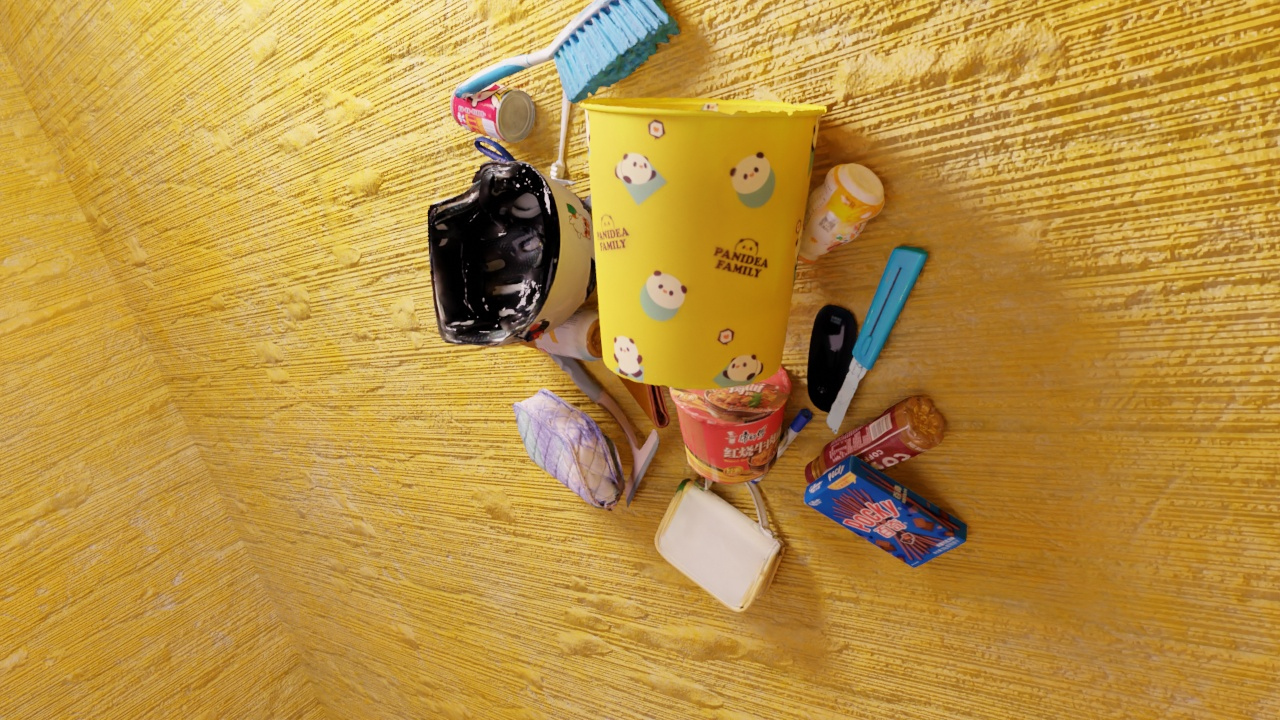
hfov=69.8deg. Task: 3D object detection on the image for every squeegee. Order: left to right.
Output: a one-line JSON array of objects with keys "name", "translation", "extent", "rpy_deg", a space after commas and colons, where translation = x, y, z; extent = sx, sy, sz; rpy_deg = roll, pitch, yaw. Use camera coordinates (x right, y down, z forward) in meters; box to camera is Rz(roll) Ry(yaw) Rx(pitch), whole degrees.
[{"name": "squeegee", "translation": [-0.057, 0.061, 1.292], "extent": [0.249, 0.040, 0.248], "rpy_deg": [52, 156, 16]}]

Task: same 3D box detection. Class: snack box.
[{"name": "snack box", "translation": [0.267, 0.167, 1.002], "extent": [0.157, 0.026, 0.085], "rpy_deg": [31, 138, -9]}]

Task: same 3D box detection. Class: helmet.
[{"name": "helmet", "translation": [-0.147, -0.126, 1.171], "extent": [0.275, 0.156, 0.230], "rpy_deg": [-21, 75, 39]}]

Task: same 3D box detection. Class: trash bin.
[{"name": "trash bin", "translation": [0.056, -0.121, 0.896], "extent": [0.230, 0.229, 0.255], "rpy_deg": [16, 114, 38]}]

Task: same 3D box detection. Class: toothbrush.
[{"name": "toothbrush", "translation": [-0.094, -0.302, 1.124], "extent": [0.016, 0.016, 0.180], "rpy_deg": [32, 133, 24]}]

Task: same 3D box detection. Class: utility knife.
[{"name": "utility knife", "translation": [0.239, -0.016, 0.959], "extent": [0.034, 0.018, 0.239], "rpy_deg": [33, 129, 24]}]

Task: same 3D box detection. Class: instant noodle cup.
[{"name": "instant noodle cup", "translation": [0.105, 0.068, 1.074], "extent": [0.138, 0.137, 0.109], "rpy_deg": [23, 134, 34]}]

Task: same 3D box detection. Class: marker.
[{"name": "marker", "translation": [0.168, 0.107, 1.117], "extent": [0.017, 0.016, 0.146], "rpy_deg": [44, 137, 15]}]

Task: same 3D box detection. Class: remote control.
[{"name": "remote control", "translation": [0.208, 0.004, 1.010], "extent": [0.053, 0.024, 0.137], "rpy_deg": [20, 127, 32]}]

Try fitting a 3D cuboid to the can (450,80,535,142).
[{"name": "can", "translation": [-0.189, -0.319, 1.168], "extent": [0.094, 0.066, 0.067], "rpy_deg": [23, 128, 34]}]

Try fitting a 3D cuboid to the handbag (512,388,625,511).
[{"name": "handbag", "translation": [-0.103, 0.123, 1.315], "extent": [0.194, 0.075, 0.134], "rpy_deg": [27, 139, 54]}]

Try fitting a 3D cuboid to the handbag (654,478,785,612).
[{"name": "handbag", "translation": [0.117, 0.219, 1.214], "extent": [0.163, 0.063, 0.179], "rpy_deg": [34, 119, 25]}]

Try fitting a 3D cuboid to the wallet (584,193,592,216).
[{"name": "wallet", "translation": [-0.011, -0.174, 1.122], "extent": [0.121, 0.019, 0.097], "rpy_deg": [56, 137, 4]}]

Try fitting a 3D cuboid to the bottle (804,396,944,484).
[{"name": "bottle", "translation": [0.249, 0.098, 1.002], "extent": [0.057, 0.057, 0.175], "rpy_deg": [54, 139, 5]}]

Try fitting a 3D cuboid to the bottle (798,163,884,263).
[{"name": "bottle", "translation": [0.190, -0.142, 0.908], "extent": [0.063, 0.063, 0.109], "rpy_deg": [49, 138, 10]}]

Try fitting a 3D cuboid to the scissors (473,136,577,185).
[{"name": "scissors", "translation": [-0.148, -0.238, 1.196], "extent": [0.162, 0.012, 0.164], "rpy_deg": [38, 159, -12]}]

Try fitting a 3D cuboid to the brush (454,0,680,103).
[{"name": "brush", "translation": [-0.095, -0.339, 1.046], "extent": [0.315, 0.060, 0.109], "rpy_deg": [-26, 88, 37]}]

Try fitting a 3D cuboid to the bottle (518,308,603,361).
[{"name": "bottle", "translation": [-0.120, -0.044, 1.267], "extent": [0.190, 0.067, 0.068], "rpy_deg": [11, 121, 40]}]

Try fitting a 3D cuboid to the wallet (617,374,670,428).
[{"name": "wallet", "translation": [-0.007, 0.007, 1.165], "extent": [0.130, 0.035, 0.119], "rpy_deg": [-128, 24, -49]}]
